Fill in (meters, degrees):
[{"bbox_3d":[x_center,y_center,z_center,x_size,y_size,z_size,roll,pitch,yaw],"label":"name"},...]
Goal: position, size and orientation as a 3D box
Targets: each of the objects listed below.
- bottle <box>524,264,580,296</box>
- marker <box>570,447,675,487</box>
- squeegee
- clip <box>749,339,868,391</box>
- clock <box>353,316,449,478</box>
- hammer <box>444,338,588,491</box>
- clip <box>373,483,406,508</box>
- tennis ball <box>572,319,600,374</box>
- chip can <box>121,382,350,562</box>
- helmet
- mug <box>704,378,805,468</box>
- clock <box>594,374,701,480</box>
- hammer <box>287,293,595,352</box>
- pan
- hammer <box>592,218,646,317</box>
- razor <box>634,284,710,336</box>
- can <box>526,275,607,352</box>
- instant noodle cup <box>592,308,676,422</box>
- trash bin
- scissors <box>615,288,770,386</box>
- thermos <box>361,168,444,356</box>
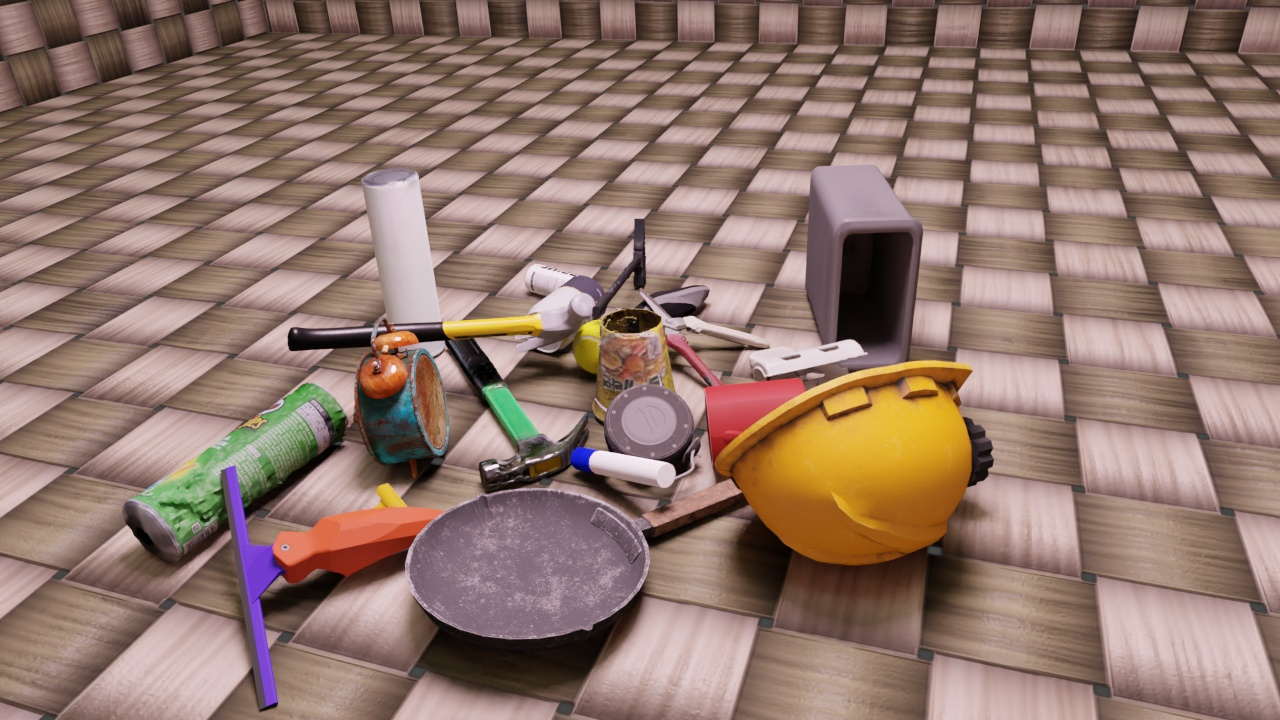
[{"bbox_3d":[-0.105,-0.103,1.272,0.116,0.041,0.041,17,36,31],"label":"bottle"},{"bbox_3d":[-0.018,0.102,0.881,0.027,0.023,0.133,22,-12,-38],"label":"marker"},{"bbox_3d":[-0.254,0.159,0.802,0.184,0.055,0.249,-9,45,-26],"label":"squeegee"},{"bbox_3d":[0.179,0.009,1.021,0.126,0.110,0.150,-11,41,-19],"label":"clip"},{"bbox_3d":[-0.252,0.032,0.935,0.073,0.158,0.121,-9,30,3],"label":"clock"},{"bbox_3d":[-0.163,0.038,1.046,0.130,0.032,0.319,-17,32,-21],"label":"hammer"},{"bbox_3d":[-0.244,0.144,0.873,0.048,0.046,0.054,5,21,-41],"label":"clip"},{"bbox_3d":[-0.048,-0.016,1.092,0.065,0.065,0.065,-2,30,1],"label":"tennis ball"},{"bbox_3d":[-0.392,0.106,0.905,0.075,0.075,0.222,13,34,26],"label":"chip can"},{"bbox_3d":[0.199,0.102,0.781,0.254,0.206,0.131,-7,63,-34],"label":"helmet"},{"bbox_3d":[0.115,0.065,0.901,0.096,0.080,0.116,-6,9,3],"label":"mug"},{"bbox_3d":[0.010,0.075,0.933,0.091,0.044,0.122,-20,62,-12],"label":"clock"},{"bbox_3d":[-0.219,-0.032,1.017,0.323,0.029,0.127,-5,-15,-25],"label":"hammer"},{"bbox_3d":[-0.029,0.161,0.815,0.356,0.040,0.208,-12,28,-29],"label":"pan"},{"bbox_3d":[-0.024,-0.108,1.151,0.015,0.095,0.324,2,18,8],"label":"hammer"},{"bbox_3d":[0.037,-0.067,1.191,0.060,0.057,0.155,42,44,9],"label":"razor"},{"bbox_3d":[-0.097,-0.058,1.170,0.064,0.064,0.127,13,34,25],"label":"can"},{"bbox_3d":[-0.006,0.006,1.008,0.102,0.108,0.102,-3,28,1],"label":"instant noodle cup"},{"bbox_3d":[0.263,-0.118,1.120,0.097,0.192,0.219,-1,29,3],"label":"trash bin"},{"bbox_3d":[0.074,-0.027,1.107,0.179,0.015,0.199,-8,47,-32],"label":"scissors"},{"bbox_3d":[-0.286,-0.113,1.116,0.068,0.230,0.067,-3,28,1],"label":"thermos"}]
